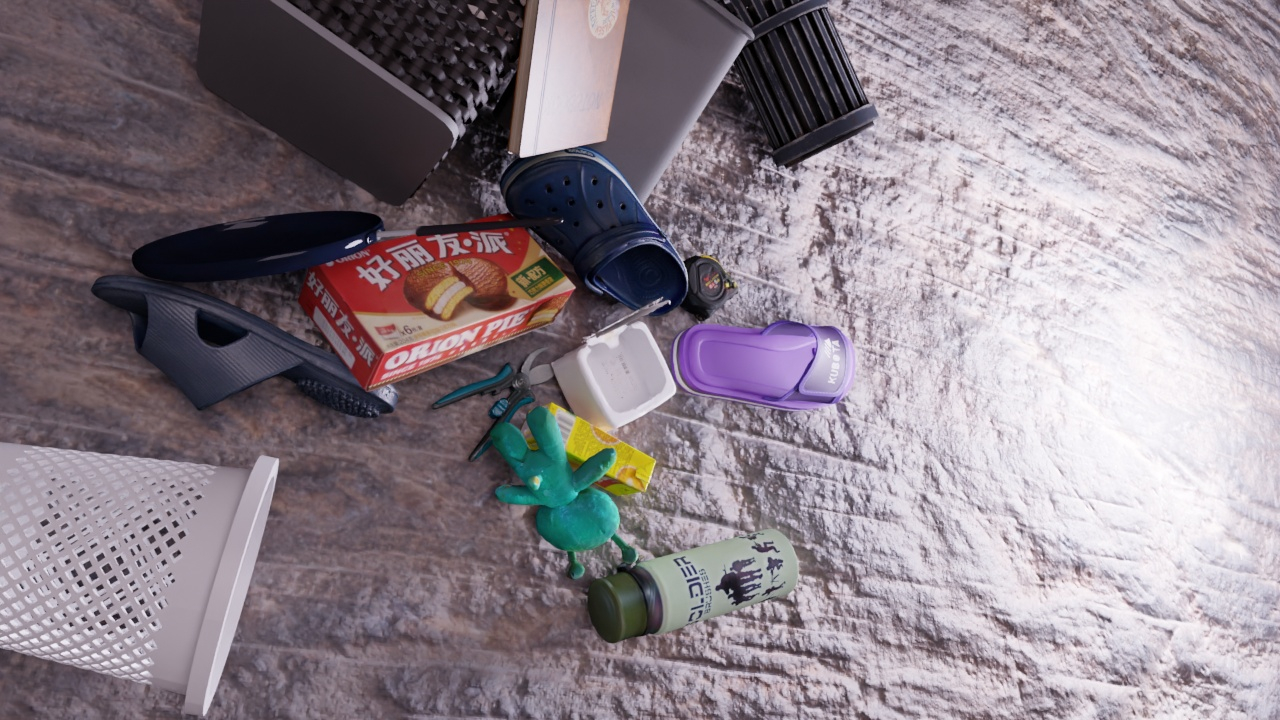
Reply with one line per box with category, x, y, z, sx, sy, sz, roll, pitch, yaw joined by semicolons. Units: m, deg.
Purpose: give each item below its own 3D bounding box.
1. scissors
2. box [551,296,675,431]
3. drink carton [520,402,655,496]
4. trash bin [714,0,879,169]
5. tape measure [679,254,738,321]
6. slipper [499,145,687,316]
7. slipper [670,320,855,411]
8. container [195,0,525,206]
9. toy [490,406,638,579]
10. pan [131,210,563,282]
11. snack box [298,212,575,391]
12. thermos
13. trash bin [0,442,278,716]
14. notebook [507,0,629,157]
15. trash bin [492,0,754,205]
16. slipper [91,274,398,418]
scissors;-0.148;0.038;0.936;0.124;0.019;0.156;21;67;-27
box;-0.010;-0.005;0.953;0.108;0.137;0.128;-28;94;-39
drink carton;-0.055;0.094;0.953;0.134;0.059;0.042;31;64;-22
trash bin;0.189;-0.369;1.144;0.163;0.165;0.227;-30;98;-31
tape measure;0.072;-0.088;1.078;0.071;0.042;0.072;-42;105;-29
slipper;-0.032;-0.126;0.957;0.252;0.105;0.095;38;22;-37
slipper;0.171;0.000;1.089;0.266;0.084;0.107;4;77;-29
container;-0.233;-0.325;0.842;0.247;0.246;0.243;33;68;-20
toy;-0.078;0.134;0.902;0.072;0.131;0.193;-84;150;-61
pan;-0.240;-0.101;0.766;0.356;0.198;0.021;-3;110;6
snack box;-0.183;-0.063;0.861;0.113;0.060;0.235;49;41;15
thermos;0.055;0.236;0.974;0.231;0.082;0.082;-8;83;-30
trash bin;-0.399;0.146;0.682;0.199;0.196;0.195;15;71;-16
notebook;-0.058;-0.314;0.824;0.178;0.014;0.250;-33;140;-57
trash bin;-0.023;-0.306;0.979;0.191;0.097;0.220;29;103;-21
slipper;-0.339;0.010;0.787;0.263;0.101;0.082;27;66;-26
